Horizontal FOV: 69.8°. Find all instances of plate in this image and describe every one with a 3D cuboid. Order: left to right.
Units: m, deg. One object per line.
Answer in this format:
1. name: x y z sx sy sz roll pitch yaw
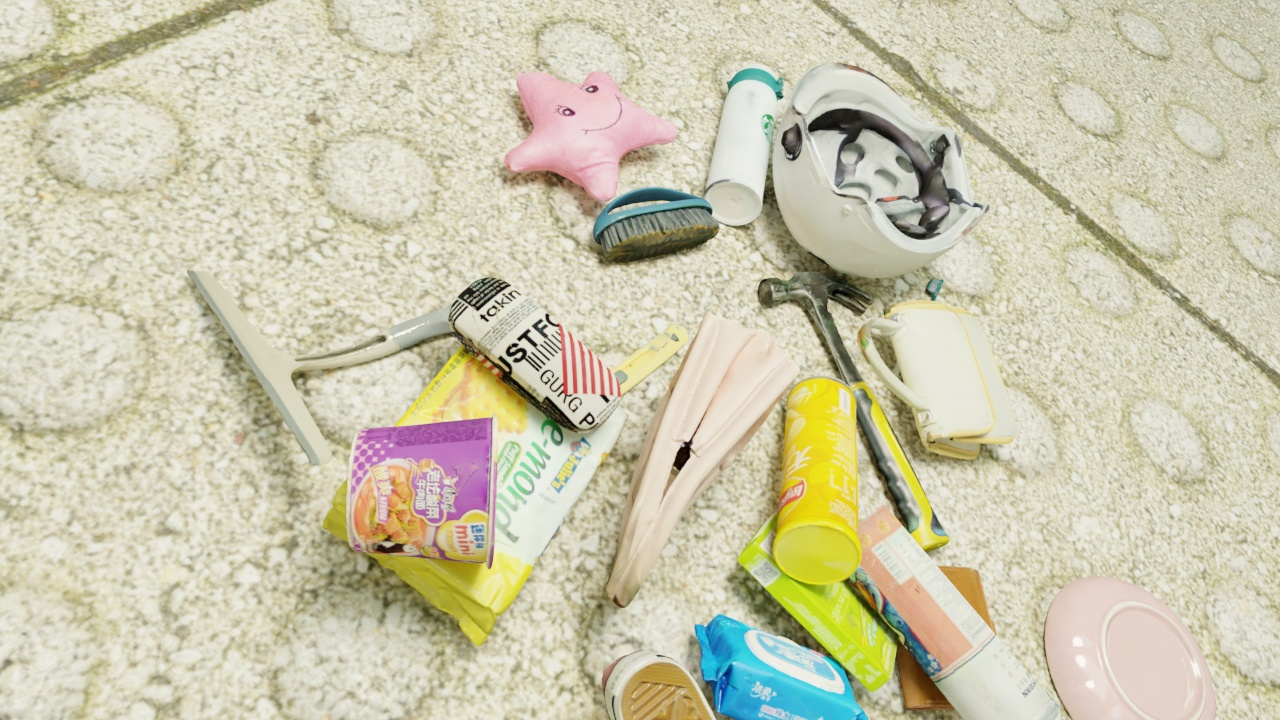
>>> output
1. plate: 0.489 0.301 0.899 0.192 0.039 0.192 10 57 -16

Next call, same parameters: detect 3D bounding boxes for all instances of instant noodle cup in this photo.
1. instant noodle cup: -0.151 0.092 0.642 0.099 0.112 0.111 1 60 -12

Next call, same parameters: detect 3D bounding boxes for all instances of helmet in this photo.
1. helmet: 0.244 -0.195 1.036 0.228 0.146 0.258 -7 59 -30

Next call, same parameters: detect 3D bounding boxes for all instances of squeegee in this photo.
1. squeegee: -0.225 -0.021 0.805 0.245 0.039 0.246 -20 52 -37

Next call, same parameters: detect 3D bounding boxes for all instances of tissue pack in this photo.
1. tissue pack: 0.117 0.260 0.737 0.157 0.095 0.052 25 97 -7

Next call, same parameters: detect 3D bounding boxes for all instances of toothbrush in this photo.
1. toothbrush: 0.314 -0.037 1.049 0.018 0.016 0.191 29 53 9

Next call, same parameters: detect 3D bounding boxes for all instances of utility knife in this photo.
1. utility knife: -0.005 0.005 0.895 0.031 0.018 0.151 49 50 4

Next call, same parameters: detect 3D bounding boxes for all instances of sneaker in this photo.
1. sneaker: 0.036 0.317 0.677 0.118 0.088 0.241 -29 96 -21

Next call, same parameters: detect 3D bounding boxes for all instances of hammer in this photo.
1. hammer: 0.236 0.044 0.957 0.126 0.032 0.323 -9 64 -26

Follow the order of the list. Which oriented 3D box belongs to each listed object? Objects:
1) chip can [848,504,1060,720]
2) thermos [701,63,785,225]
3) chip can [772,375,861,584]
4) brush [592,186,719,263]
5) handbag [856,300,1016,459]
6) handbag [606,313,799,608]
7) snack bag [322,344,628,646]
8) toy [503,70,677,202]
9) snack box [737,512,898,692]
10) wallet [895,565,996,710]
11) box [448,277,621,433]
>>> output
1. chip can: 0.257 0.229 0.795 0.071 0.071 0.214 -26 68 -33
2. thermos: 0.124 -0.260 1.074 0.073 0.073 0.223 21 54 -10
3. chip can: 0.161 0.100 0.828 0.072 0.072 0.212 26 36 -6
4. brush: 0.013 -0.149 0.968 0.143 0.055 0.073 -13 68 -28
5. handbag: 0.305 0.013 0.957 0.178 0.063 0.163 9 59 -34
6. handbag: 0.030 0.094 0.755 0.093 0.194 0.233 29 62 5
7. snack bag: -0.128 0.088 0.758 0.158 0.068 0.245 34 54 1
8. toy: -0.072 -0.250 0.984 0.178 0.075 0.194 37 56 7
9. snack box: 0.158 0.208 0.803 0.156 0.026 0.085 44 22 8
10. wallet: 0.289 0.254 0.847 0.119 0.035 0.130 7 58 -16
11. box: -0.086 -0.007 0.757 0.164 0.065 0.074 37 35 5
